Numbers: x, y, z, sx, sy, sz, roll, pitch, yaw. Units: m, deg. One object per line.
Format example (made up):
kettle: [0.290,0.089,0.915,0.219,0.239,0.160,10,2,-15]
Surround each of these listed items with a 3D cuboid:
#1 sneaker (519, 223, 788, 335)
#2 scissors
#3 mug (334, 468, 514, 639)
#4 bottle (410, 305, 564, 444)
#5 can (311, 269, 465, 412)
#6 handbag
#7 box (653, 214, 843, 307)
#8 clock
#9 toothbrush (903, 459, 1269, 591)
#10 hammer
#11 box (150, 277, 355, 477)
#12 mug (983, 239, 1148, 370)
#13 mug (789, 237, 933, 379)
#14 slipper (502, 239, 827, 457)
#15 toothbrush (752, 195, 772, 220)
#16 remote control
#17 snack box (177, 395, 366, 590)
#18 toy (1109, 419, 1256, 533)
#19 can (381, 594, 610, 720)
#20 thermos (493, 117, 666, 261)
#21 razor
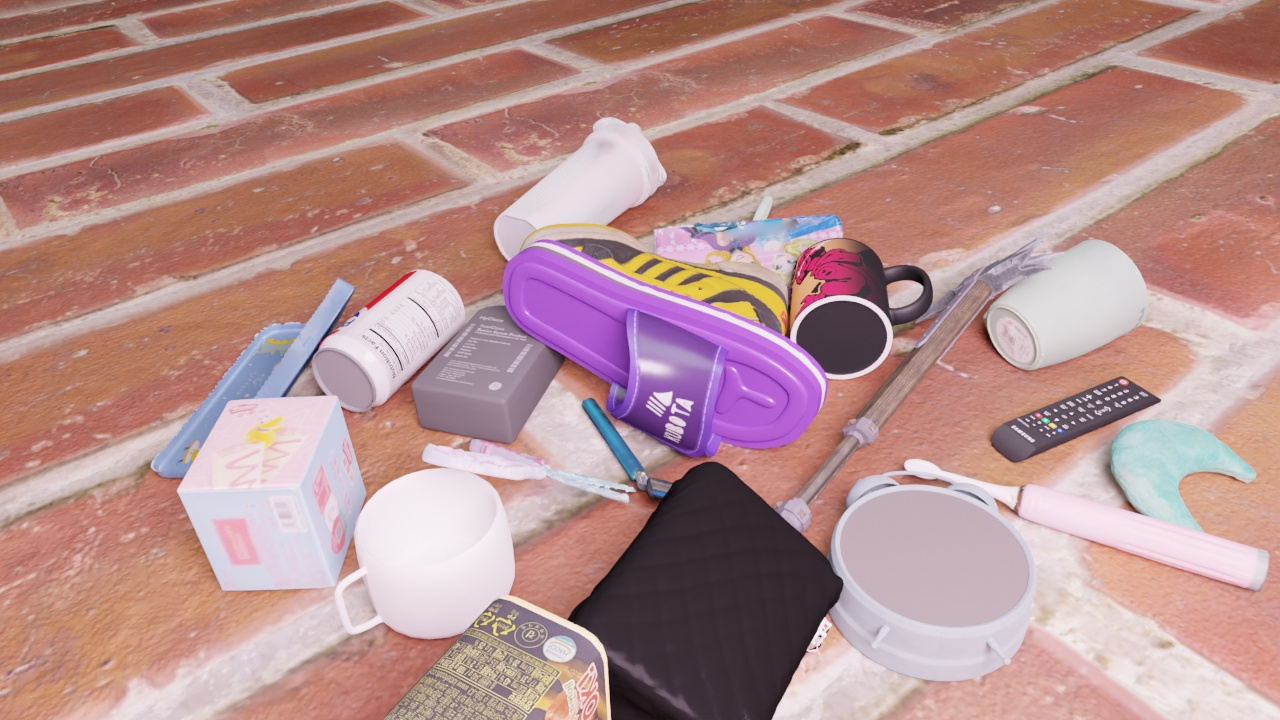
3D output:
sneaker: [0.011,-0.040,0.761,0.238,0.086,0.121,10,34,-5]
scissors: [-0.080,0.073,0.623,0.171,0.013,0.176,14,-3,42]
mug: [-0.136,0.126,0.574,0.115,0.068,0.094,-30,43,-33]
bottle: [-0.113,-0.005,0.778,0.084,0.046,0.173,9,37,16]
can: [-0.212,-0.019,0.785,0.070,0.070,0.131,12,38,21]
handbag: [0.032,0.158,0.524,0.125,0.115,0.153,35,42,10]
box: [0.081,-0.091,0.862,0.230,0.071,0.084,-4,35,-2]
clock: [0.178,0.124,0.573,0.122,0.045,0.159,4,37,9]
toothbrush: [0.287,0.101,0.610,0.223,0.027,0.026,17,6,26]
hammer: [0.191,0.023,0.694,0.028,0.147,0.315,49,60,-2]
box: [-0.310,0.016,0.766,0.125,0.043,0.208,-26,28,24]
mug: [0.344,-0.042,0.775,0.104,0.084,0.111,-27,12,-11]
mug: [0.186,-0.049,0.775,0.118,0.082,0.098,-13,32,18]
slipper: [-0.004,0.004,0.681,0.266,0.107,0.083,27,44,17]
toothbrush: [0.122,-0.141,0.978,0.022,0.015,0.154,32,39,-3]
remote control: [0.333,0.043,0.699,0.146,0.015,0.033,-18,38,-19]
snack box: [-0.242,0.088,0.616,0.079,0.093,0.094,-2,36,2]
toy: [0.369,0.079,0.636,0.085,0.033,0.105,38,53,26]
can: [-0.066,0.191,0.425,0.073,0.131,0.100,17,37,26]
thermos: [-0.061,-0.180,0.984,0.099,0.099,0.219,19,45,28]
razor: [-0.011,0.068,0.690,0.042,0.022,0.144,20,14,-37]
